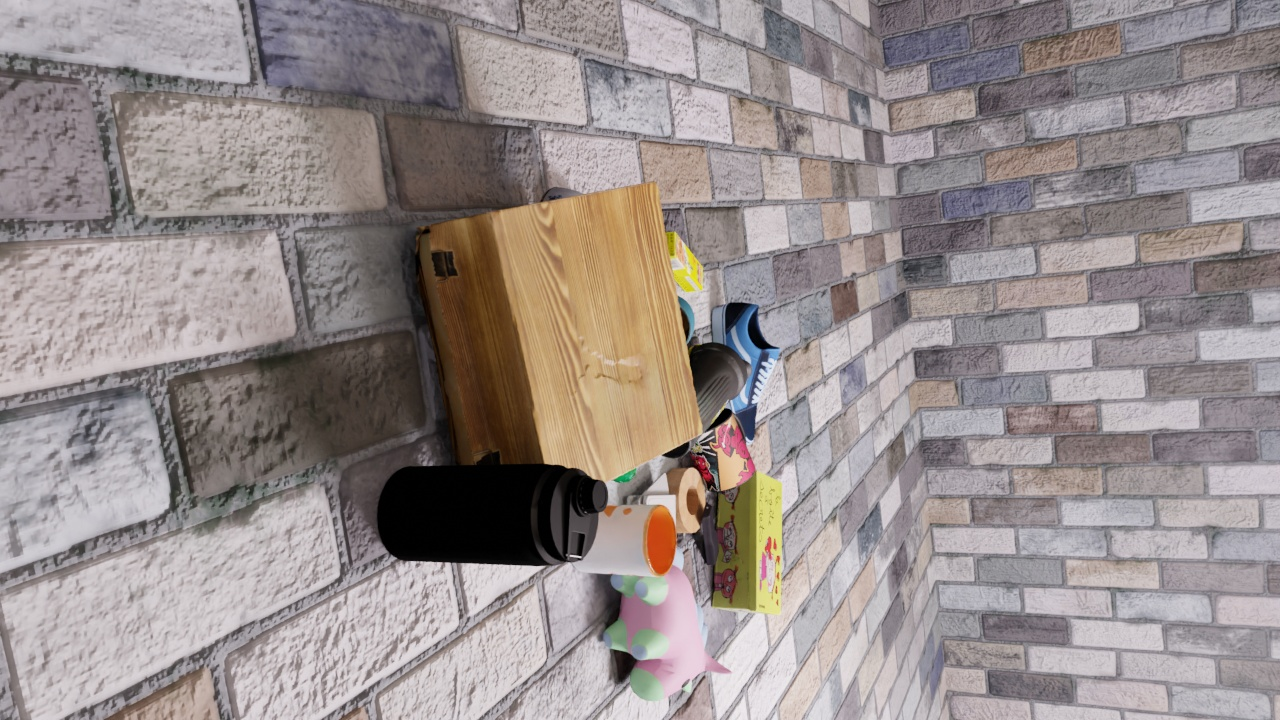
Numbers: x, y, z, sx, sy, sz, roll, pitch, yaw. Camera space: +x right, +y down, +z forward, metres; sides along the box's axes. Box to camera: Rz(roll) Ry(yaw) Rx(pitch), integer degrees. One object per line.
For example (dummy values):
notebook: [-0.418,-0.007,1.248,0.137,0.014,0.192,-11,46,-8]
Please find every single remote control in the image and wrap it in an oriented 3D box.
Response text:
remote control: [0.105,0.262,1.378,0.137,0.015,0.032,81,22,-48]

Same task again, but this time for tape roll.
tape roll: [0.063,0.203,1.330,0.094,0.027,0.094,16,72,-61]

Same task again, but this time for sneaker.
sneaker: [0.182,0.023,1.511,0.083,0.098,0.241,-21,105,-62]

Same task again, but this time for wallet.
wallet: [0.017,0.209,1.231,0.118,0.038,0.115,16,72,-65]

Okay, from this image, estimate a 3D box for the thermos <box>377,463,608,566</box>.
thermos: [-0.122,0.133,0.792,0.086,0.199,0.086,16,72,-61]

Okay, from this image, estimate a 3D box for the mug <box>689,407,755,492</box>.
mug: [0.124,0.125,1.380,0.117,0.082,0.098,-41,112,-50]

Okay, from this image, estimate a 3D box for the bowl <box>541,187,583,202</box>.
bowl: [-0.073,-0.154,1.098,0.114,0.045,0.114,16,72,-61]

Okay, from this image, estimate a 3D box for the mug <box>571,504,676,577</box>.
mug: [-0.021,0.210,1.080,0.082,0.105,0.082,15,73,-62]

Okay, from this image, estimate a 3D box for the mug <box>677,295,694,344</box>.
mug: [0.031,-0.038,1.250,0.104,0.084,0.112,-48,148,-75]

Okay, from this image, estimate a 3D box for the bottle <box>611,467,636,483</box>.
bottle: [-0.046,0.126,1.113,0.111,0.043,0.043,19,69,-60]

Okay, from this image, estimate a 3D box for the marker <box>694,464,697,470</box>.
marker: [0.089,0.139,1.409,0.012,0.013,0.142,25,64,-60]

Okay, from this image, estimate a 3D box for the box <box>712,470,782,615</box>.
box: [0.177,0.295,1.486,0.124,0.079,0.220,35,57,-56]

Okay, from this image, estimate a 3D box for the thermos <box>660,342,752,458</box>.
thermos: [0.082,0.051,1.328,0.220,0.098,0.098,-48,128,-48]

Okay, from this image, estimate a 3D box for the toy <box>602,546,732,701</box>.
toy: [0.033,0.326,1.164,0.170,0.120,0.222,3,93,-50]

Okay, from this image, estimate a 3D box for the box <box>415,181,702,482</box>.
box: [-0.101,-0.018,0.931,0.250,0.192,0.279,-22,106,-47]

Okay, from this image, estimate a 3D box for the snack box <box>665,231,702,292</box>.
snack box: [0.059,-0.143,1.350,0.148,0.029,0.040,38,49,-65]
